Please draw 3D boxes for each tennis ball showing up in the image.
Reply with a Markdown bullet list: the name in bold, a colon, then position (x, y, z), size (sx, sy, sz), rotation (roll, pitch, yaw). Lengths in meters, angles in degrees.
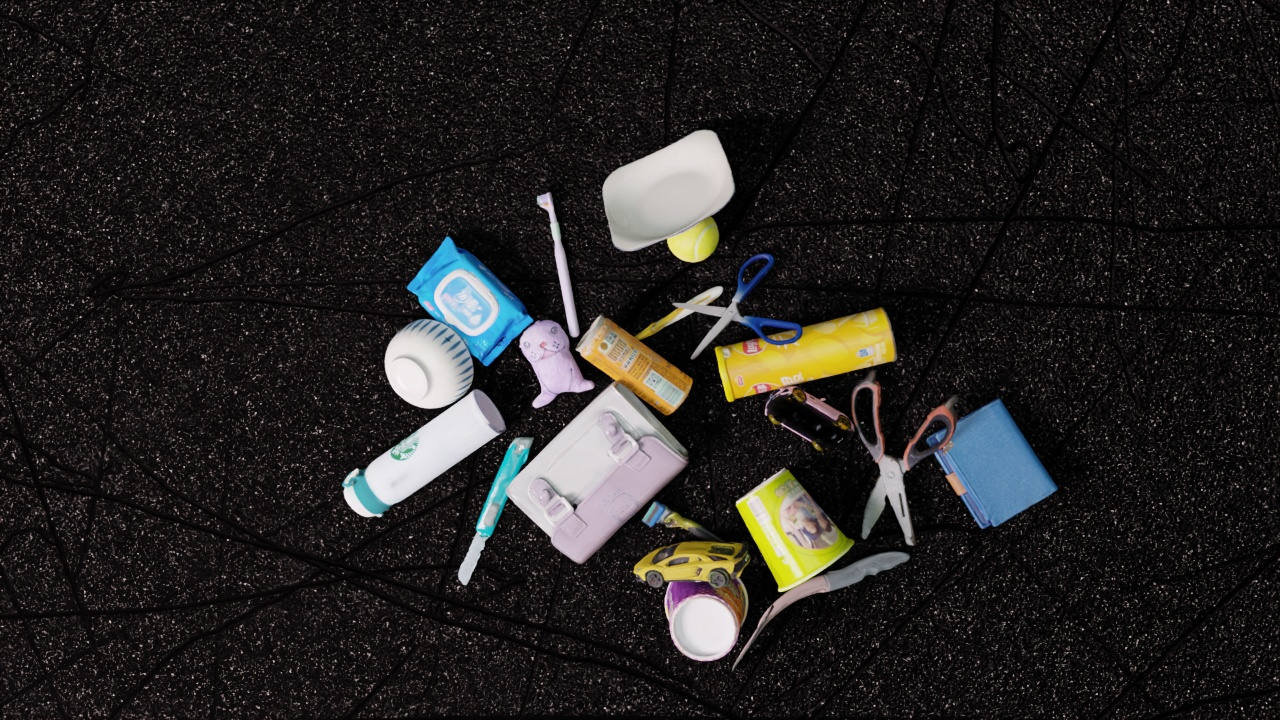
- **tennis ball**: position (0.065, -0.156, 1.145), size (0.065, 0.065, 0.065), rotation (0, 94, 6)

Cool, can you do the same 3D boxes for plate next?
- **plate**: position (0.036, -0.201, 1.127), size (0.164, 0.034, 0.163), rotation (-23, 47, 13)

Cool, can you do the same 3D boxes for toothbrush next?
- **toothbrush**: position (-0.104, -0.123, 1.191), size (0.021, 0.029, 0.189), rotation (-14, 94, -30)
- **toothbrush**: position (0.022, -0.046, 1.182), size (0.191, 0.018, 0.016), rotation (-30, 74, 8)

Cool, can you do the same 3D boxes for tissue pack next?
- **tissue pack**: position (-0.224, -0.077, 1.191), size (0.157, 0.052, 0.095), rotation (45, 97, 2)

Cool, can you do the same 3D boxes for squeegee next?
- **squeegee**: position (0.226, 0.286, 1.140), size (0.249, 0.248, 0.040), rotation (-23, 63, -16)

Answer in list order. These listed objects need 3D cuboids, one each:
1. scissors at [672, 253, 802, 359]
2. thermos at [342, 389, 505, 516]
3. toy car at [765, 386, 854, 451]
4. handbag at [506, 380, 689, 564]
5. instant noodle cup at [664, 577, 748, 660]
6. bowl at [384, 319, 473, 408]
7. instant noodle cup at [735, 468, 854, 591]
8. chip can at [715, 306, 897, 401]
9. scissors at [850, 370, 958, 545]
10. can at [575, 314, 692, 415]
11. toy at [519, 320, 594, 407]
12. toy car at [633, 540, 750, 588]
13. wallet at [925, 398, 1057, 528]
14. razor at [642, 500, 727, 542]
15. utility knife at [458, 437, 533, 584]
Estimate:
- **scissors**: position (0.123, -0.065, 1.142), size (0.173, 0.012, 0.162), rotation (13, 69, 22)
- **thermos**: position (-0.288, 0.125, 1.205), size (0.224, 0.073, 0.073), rotation (-34, 90, 8)
- **toy car**: position (0.212, 0.070, 1.147), size (0.122, 0.037, 0.056), rotation (30, 124, -16)
- **handbag**: position (-0.053, 0.143, 1.170), size (0.145, 0.098, 0.197), rotation (44, 98, -4)
- **instant noodle cup**: position (0.083, 0.323, 1.162), size (0.111, 0.099, 0.111), rotation (0, 94, 5)
- **bowl**: position (-0.280, 0.012, 1.176), size (0.116, 0.066, 0.117), rotation (10, 117, 20)
- **instant noodle cup**: position (0.184, 0.205, 1.143), size (0.112, 0.111, 0.123), rotation (-35, 81, 7)
- **chip can**: position (0.203, -0.007, 1.139), size (0.213, 0.072, 0.072), rotation (-14, 92, 6)
- **scissors**: position (0.318, 0.120, 1.148), size (0.189, 0.015, 0.227), rotation (45, 113, 14)
- **can**: position (-0.007, 0.007, 1.156), size (0.146, 0.058, 0.058), rotation (36, 97, -9)
- **toy**: position (-0.118, 0.001, 1.191), size (0.084, 0.039, 0.108), rotation (-22, 92, 1)
- **toy car**: position (0.063, 0.255, 1.159), size (0.156, 0.071, 0.041), rotation (-8, 102, 22)
- **wallet**: position (0.433, 0.129, 1.136), size (0.106, 0.040, 0.133), rotation (-32, 81, 6)
- **razor**: position (0.075, 0.223, 1.194), size (0.143, 0.022, 0.043), rotation (27, 130, 0)
- **utility knife**: position (-0.197, 0.200, 1.227), size (0.029, 0.013, 0.223), rotation (24, 96, 4)
